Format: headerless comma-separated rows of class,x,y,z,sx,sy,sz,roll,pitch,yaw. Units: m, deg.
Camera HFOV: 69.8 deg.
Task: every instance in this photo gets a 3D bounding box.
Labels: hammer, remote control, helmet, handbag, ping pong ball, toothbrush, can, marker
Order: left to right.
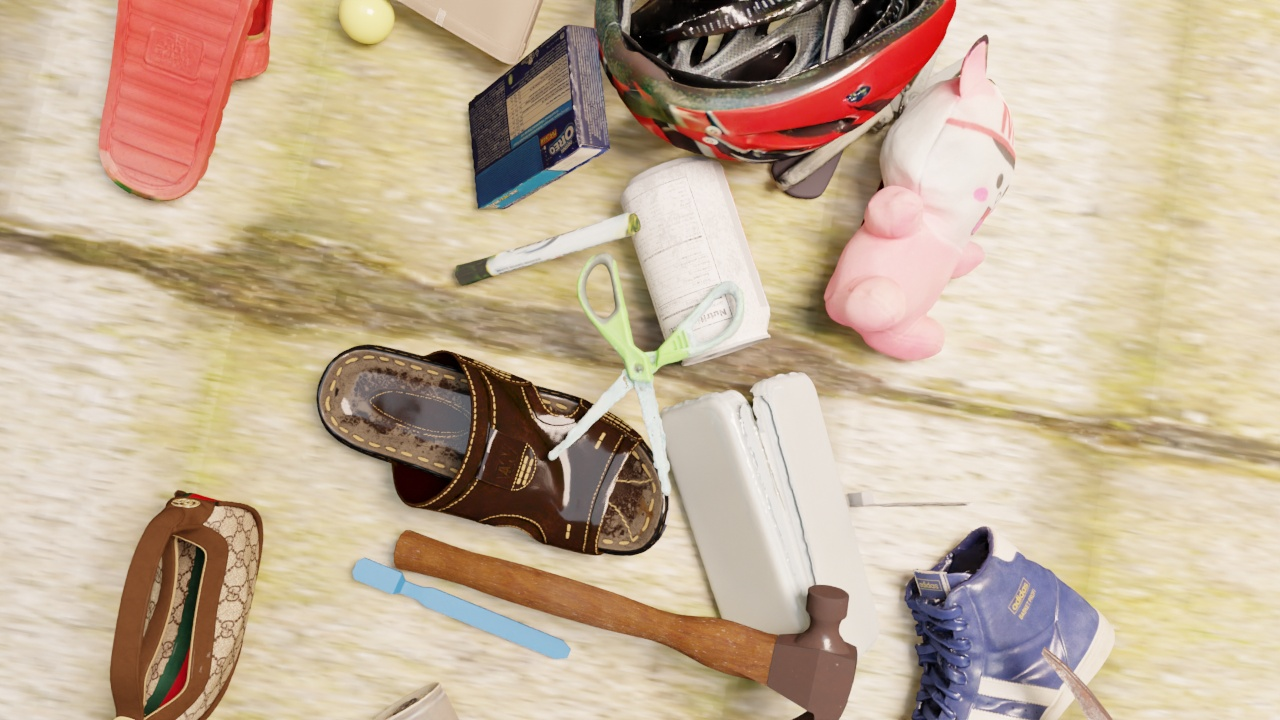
handbag,-0.303,0.170,0.594,0.063,0.138,0.166,11,86,0
ping pong ball,-0.204,-0.257,0.684,0.040,0.040,0.040,0,85,-3
handbag,-0.144,-0.329,0.627,0.198,0.062,0.176,21,116,-10
can,-0.132,0.297,0.633,0.054,0.054,0.135,-27,86,-5
toothbrush,-0.129,0.181,0.666,0.166,0.014,0.016,23,84,-4
marker,-0.068,-0.079,0.657,0.147,0.017,0.017,-14,85,21
hammer,-0.020,0.170,0.616,0.323,0.033,0.115,13,99,16
can,0.040,-0.071,0.660,0.078,0.078,0.136,-18,86,-4
helmet,0.092,-0.239,0.626,0.271,0.167,0.217,-41,66,-15
remote control,0.143,-0.181,0.708,0.046,0.009,0.124,28,85,0
hammer,0.154,0.282,0.593,0.315,0.035,0.137,-20,73,22
toothbrush,0.171,0.090,0.600,0.010,0.182,0.010,-10,82,-9

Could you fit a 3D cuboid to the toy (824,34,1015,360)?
toy,0.205,-0.110,0.654,0.084,0.141,0.213,25,92,37

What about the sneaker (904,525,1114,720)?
sneaker,0.208,0.221,0.635,0.233,0.091,0.118,-43,93,-6

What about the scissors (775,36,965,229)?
scissors,0.184,-0.167,0.700,0.179,0.015,0.187,-7,94,-15

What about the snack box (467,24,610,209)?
snack box,-0.074,-0.161,0.632,0.027,0.150,0.082,-5,87,-35

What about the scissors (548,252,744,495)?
scissors,0.004,0.004,0.612,0.168,0.023,0.171,-17,82,4

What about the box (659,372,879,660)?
box,0.113,0.113,0.659,0.124,0.107,0.215,-17,89,-30

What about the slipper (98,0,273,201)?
slipper,-0.325,-0.239,0.669,0.103,0.059,0.249,16,100,-2

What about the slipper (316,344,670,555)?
slipper,-0.103,0.061,0.643,0.268,0.076,0.113,22,85,0
